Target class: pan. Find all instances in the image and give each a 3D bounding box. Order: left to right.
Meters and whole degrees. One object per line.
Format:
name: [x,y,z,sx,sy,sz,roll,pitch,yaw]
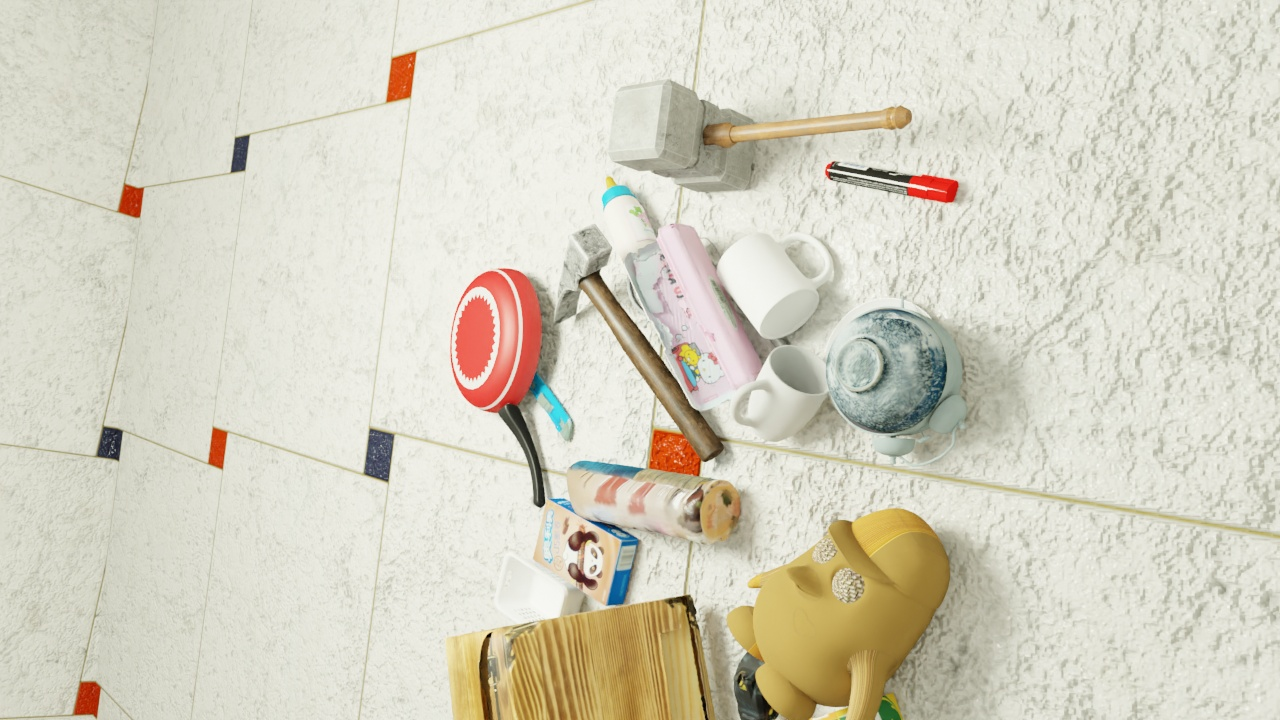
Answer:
pan: [-0.193,0.036,1.287,0.210,0.067,0.355,-38,56,44]

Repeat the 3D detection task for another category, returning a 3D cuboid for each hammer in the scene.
hammer: [-0.007,0.006,1.114,0.300,0.037,0.218,55,157,14]
hammer: [0.133,-0.237,0.948,0.318,0.162,0.083,7,89,44]

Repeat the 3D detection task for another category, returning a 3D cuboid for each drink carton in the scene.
drink carton: [0.197,0.372,0.894,0.123,0.041,0.058,-34,62,35]

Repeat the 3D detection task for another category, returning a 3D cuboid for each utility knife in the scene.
utility knife: [-0.139,0.046,1.275,0.173,0.015,0.031,49,116,38]

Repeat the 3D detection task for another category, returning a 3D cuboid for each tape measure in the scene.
tape measure: [0.127,0.331,0.946,0.042,0.072,0.071,3,115,48]

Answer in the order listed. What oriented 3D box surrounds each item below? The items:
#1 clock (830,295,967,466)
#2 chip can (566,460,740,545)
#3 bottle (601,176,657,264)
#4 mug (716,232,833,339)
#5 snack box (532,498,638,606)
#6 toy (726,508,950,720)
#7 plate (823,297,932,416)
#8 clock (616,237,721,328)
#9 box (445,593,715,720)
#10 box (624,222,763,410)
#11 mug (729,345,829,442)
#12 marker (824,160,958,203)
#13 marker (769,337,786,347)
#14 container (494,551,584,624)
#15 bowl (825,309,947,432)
clock: [0.246,0.023,0.872,0.123,0.045,0.159,-36,63,35]
chip can: [0.005,0.164,1.079,0.230,0.079,0.080,1,85,44]
bottle: [-0.017,-0.177,1.162,0.051,0.051,0.146,-40,59,33]
mug: [0.151,-0.091,0.985,0.110,0.074,0.090,-36,58,5]
snack box: [-0.072,0.242,1.172,0.151,0.034,0.087,19,98,44]
toy: [0.192,0.223,0.848,0.204,0.162,0.198,-49,36,14]
plate: [0.244,0.005,0.917,0.135,0.011,0.134,-7,80,43]
clock: [0.040,-0.098,1.084,0.123,0.035,0.094,-34,86,19]
box: [-0.060,0.412,0.983,0.216,0.256,0.279,-22,70,42]
box: [0.054,-0.046,1.024,0.096,0.087,0.202,-29,83,24]
mug: [0.135,0.043,0.950,0.071,0.107,0.090,59,143,34]
marker: [0.250,-0.183,0.929,0.145,0.021,0.023,24,78,43]
marker: [0.128,-0.054,1.027,0.016,0.022,0.138,-43,56,16]
container: [-0.130,0.310,1.207,0.129,0.049,0.081,19,98,43]
bowl: [0.212,0.006,0.834,0.115,0.060,0.114,-9,77,42]
